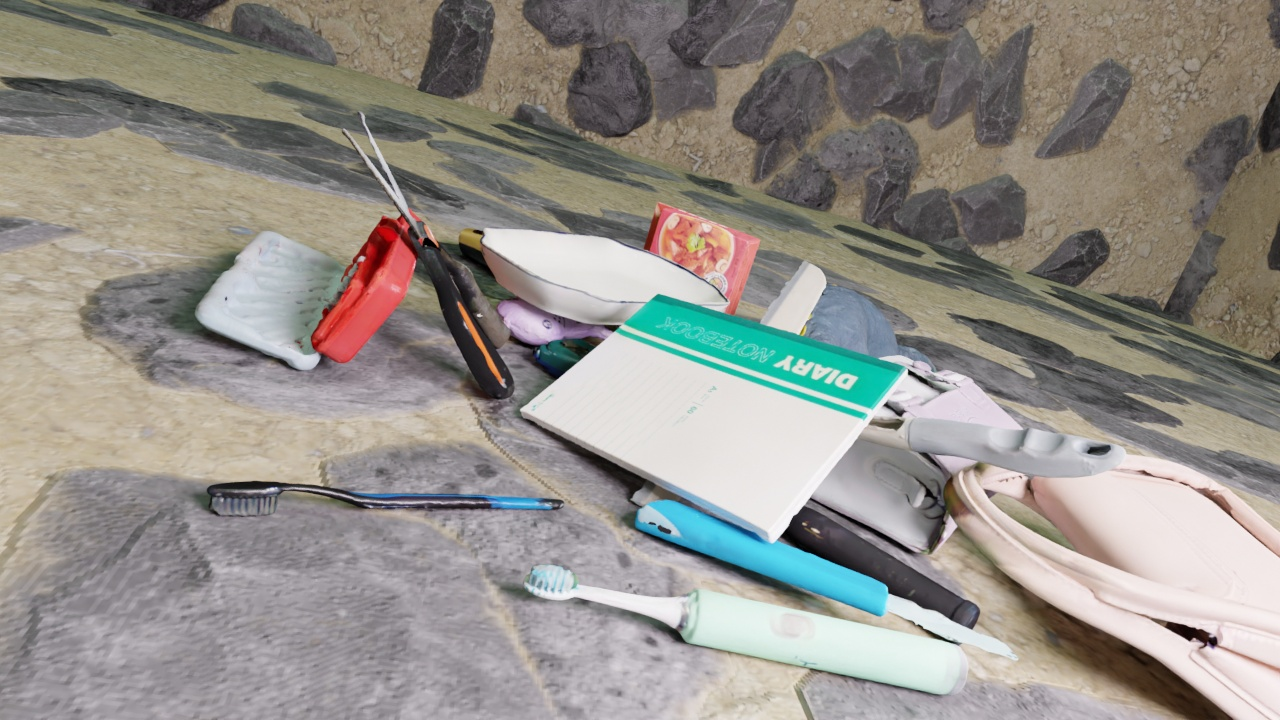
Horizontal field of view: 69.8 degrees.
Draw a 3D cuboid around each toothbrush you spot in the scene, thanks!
[{"bbox_3d":[-0.121,0.073,0.470,0.189,0.016,0.014,9,10,-36],"label":"toothbrush"},{"bbox_3d":[0.107,0.106,0.570,0.213,0.026,0.027,29,-14,35],"label":"toothbrush"},{"bbox_3d":[0.053,0.128,0.442,0.224,0.027,0.026,15,47,-10],"label":"toothbrush"}]

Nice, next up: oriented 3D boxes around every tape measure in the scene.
[{"bbox_3d":[-0.051,-0.001,0.737,0.054,0.025,0.058,27,20,31],"label":"tape measure"}]

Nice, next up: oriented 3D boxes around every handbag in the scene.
[{"bbox_3d":[0.202,0.060,0.697,0.145,0.099,0.196,34,24,28],"label":"handbag"},{"bbox_3d":[0.288,0.118,0.544,0.234,0.093,0.193,20,21,-16],"label":"handbag"}]

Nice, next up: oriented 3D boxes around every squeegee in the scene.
[{"bbox_3d":[0.162,0.039,0.567,0.247,0.039,0.245,12,48,34],"label":"squeegee"}]

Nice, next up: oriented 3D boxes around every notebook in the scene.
[{"bbox_3d":[0.042,0.023,0.595,0.209,0.012,0.150,21,52,39],"label":"notebook"}]

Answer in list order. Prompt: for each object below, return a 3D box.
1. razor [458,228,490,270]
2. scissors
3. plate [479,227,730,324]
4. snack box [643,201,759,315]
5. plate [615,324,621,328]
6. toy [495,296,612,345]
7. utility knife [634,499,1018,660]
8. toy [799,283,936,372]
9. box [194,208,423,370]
[{"bbox_3d":[-0.121,-0.106,0.936,0.168,0.068,0.062,21,17,33],"label":"razor"},{"bbox_3d":[-0.140,-0.067,0.653,0.230,0.022,0.221,63,1,24],"label":"scissors"},{"bbox_3d":[-0.030,-0.070,0.823,0.162,0.034,0.265,31,20,29],"label":"plate"},{"bbox_3d":[0.048,-0.097,0.980,0.127,0.113,0.044,24,20,21],"label":"snack box"},{"bbox_3d":[0.043,-0.021,0.877,0.164,0.034,0.163,20,18,7],"label":"plate"},{"bbox_3d":[-0.078,-0.034,0.791,0.084,0.039,0.107,37,23,25],"label":"toy"},{"bbox_3d":[0.095,0.117,0.494,0.209,0.018,0.034,17,11,24],"label":"utility knife"},{"bbox_3d":[0.200,-0.015,0.895,0.138,0.091,0.355,45,20,27],"label":"toy"},{"bbox_3d":[-0.228,-0.069,0.656,0.099,0.112,0.201,39,11,-21],"label":"box"}]
